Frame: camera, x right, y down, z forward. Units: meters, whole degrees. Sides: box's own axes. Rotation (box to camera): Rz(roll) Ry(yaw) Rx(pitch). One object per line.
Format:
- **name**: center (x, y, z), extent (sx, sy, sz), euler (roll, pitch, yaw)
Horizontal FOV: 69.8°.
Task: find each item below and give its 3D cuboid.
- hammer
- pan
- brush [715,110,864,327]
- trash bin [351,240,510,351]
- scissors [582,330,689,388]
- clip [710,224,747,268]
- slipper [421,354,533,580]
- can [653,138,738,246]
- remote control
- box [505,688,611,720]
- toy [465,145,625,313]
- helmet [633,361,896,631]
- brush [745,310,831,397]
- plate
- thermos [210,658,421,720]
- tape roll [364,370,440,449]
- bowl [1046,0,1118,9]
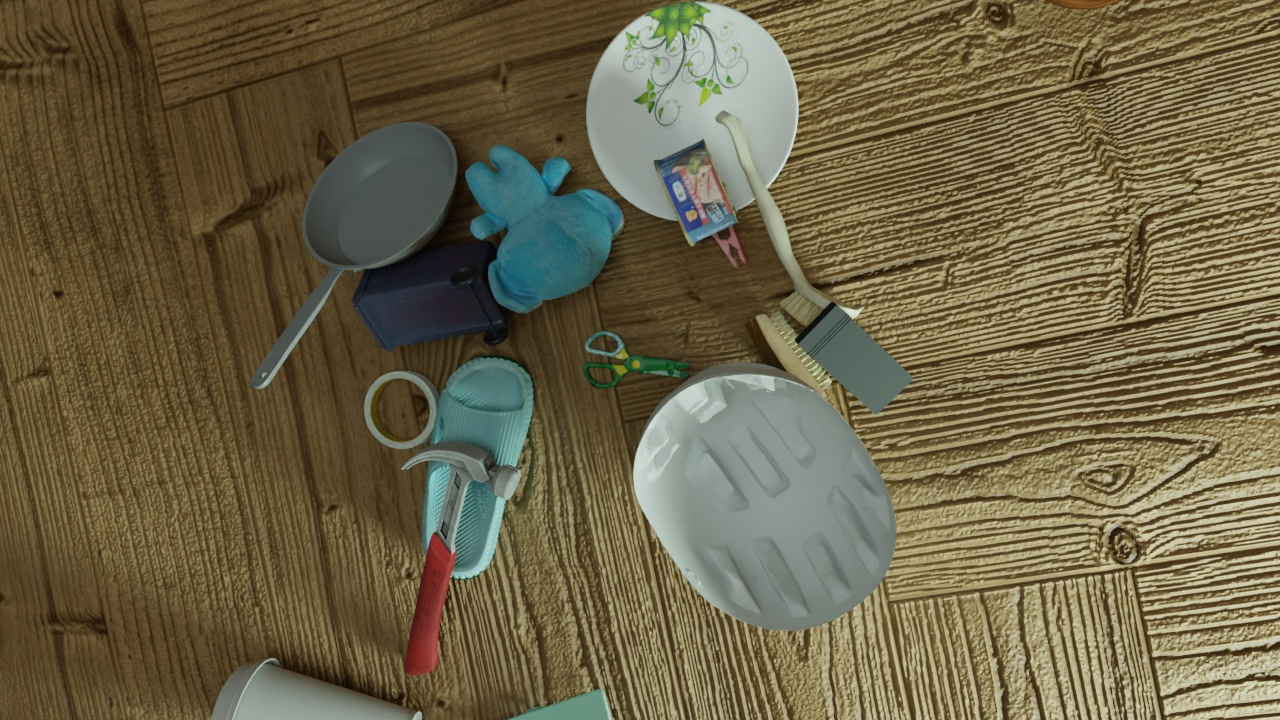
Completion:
- **hammer**: center (-0.234, 0.236, 1.059), extent (0.126, 0.036, 0.316), euler (21, 112, 9)
- **pan**: center (-0.321, -0.116, 1.015), extent (0.201, 0.051, 0.355), euler (13, 69, 28)
- **brush**: center (0.148, -0.142, 0.973), extent (0.077, 0.062, 0.272), euler (-29, 92, 1)
- **trash bin**: center (-0.234, -0.071, 1.035), extent (0.161, 0.092, 0.094), euler (-9, 133, 15)
- **scissors**: center (-0.004, -0.003, 1.047), extent (0.131, 0.014, 0.071), euler (0, 93, 13)
- **clip**: center (0.102, -0.133, 1.013), extent (0.060, 0.023, 0.044), euler (41, 102, 13)
- **slipper**: center (-0.199, 0.128, 1.064), extent (0.116, 0.069, 0.276), euler (13, 97, 8)
- **can**: center (0.061, -0.179, 0.977), extent (0.059, 0.054, 0.100), euler (-22, 99, 12)
- **remote control**: center (0.225, -0.001, 0.963), extent (0.133, 0.013, 0.058), euler (40, 101, -25)
- **box**: center (-0.106, 0.476, 1.079), extent (0.187, 0.057, 0.138), euler (-23, 94, 11)
- **toy**: center (-0.119, -0.149, 1.015), extent (0.183, 0.115, 0.180), euler (-44, 94, -18)
- **helmet**: center (0.130, 0.135, 0.937), extent (0.224, 0.183, 0.282), euler (-43, 79, 17)
- **brush**: center (0.161, -0.003, 0.994), extent (0.039, 0.049, 0.117), euler (-33, 84, -11)
- **plate**: center (0.056, -0.268, 1.002), extent (0.229, 0.030, 0.229), euler (2, 103, 9)
- **thermos**: center (-0.383, 0.441, 1.099), extent (0.222, 0.131, 0.131), euler (10, 95, 4)
- **tape roll**: center (-0.286, 0.059, 1.105), extent (0.094, 0.019, 0.094), euler (1, 93, 11)
- **bowl**: center (0.448, -0.429, 0.898), extent (0.147, 0.068, 0.147), euler (1, 93, 12)
